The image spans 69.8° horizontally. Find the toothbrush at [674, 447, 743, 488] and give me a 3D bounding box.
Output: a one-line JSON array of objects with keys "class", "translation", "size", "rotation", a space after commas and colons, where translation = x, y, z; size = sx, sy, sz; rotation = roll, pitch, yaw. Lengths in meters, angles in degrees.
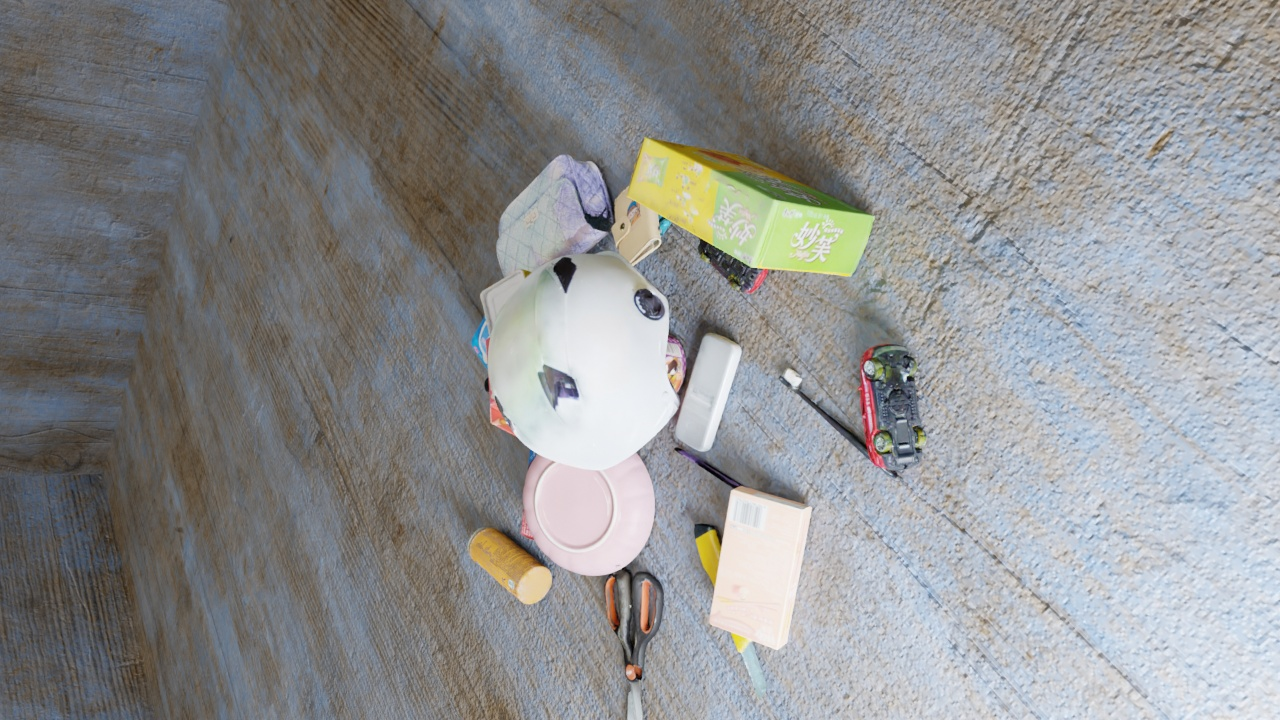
[{"class": "toothbrush", "translation": [0.101, 0.140, 1.051], "size": [0.189, 0.014, 0.017], "rotation": [27, 120, 45]}]

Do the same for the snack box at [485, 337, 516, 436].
[{"class": "snack box", "translation": [-0.141, 0.037, 1.167], "size": [0.044, 0.113, 0.127], "rotation": [-27, 52, 24]}]

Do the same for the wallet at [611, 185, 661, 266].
[{"class": "wallet", "translation": [-0.008, -0.177, 1.169], "size": [0.088, 0.024, 0.115], "rotation": [-40, 47, 45]}]

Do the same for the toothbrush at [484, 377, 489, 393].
[{"class": "toothbrush", "translation": [-0.128, 0.027, 1.267], "size": [0.213, 0.027, 0.026], "rotation": [-6, 74, 32]}]

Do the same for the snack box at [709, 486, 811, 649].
[{"class": "snack box", "translation": [0.127, 0.221, 0.986], "size": [0.084, 0.026, 0.157], "rotation": [14, 101, 30]}]

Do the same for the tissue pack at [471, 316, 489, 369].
[{"class": "tissue pack", "translation": [-0.201, -0.025, 1.365], "size": [0.157, 0.052, 0.095], "rotation": [52, 123, 36]}]

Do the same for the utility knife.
[{"class": "utility knife", "translation": [0.103, 0.279, 1.037], "size": [0.033, 0.015, 0.206], "rotation": [-39, 60, 38]}]

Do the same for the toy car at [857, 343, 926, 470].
[{"class": "toy car", "translation": [0.236, 0.044, 0.878], "size": [0.045, 0.052, 0.120], "rotation": [171, 95, -65]}]

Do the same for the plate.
[{"class": "plate", "translation": [-0.075, 0.182, 1.174], "size": [0.193, 0.039, 0.192], "rotation": [0, 90, 27]}]

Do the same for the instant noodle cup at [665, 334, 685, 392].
[{"class": "instant noodle cup", "translation": [-0.007, 0.007, 1.115], "size": [0.112, 0.099, 0.111], "rotation": [-5, 83, 46]}]

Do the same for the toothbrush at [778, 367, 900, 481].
[{"class": "toothbrush", "translation": [0.203, 0.064, 0.942], "size": [0.018, 0.015, 0.181], "rotation": [-57, 49, 17]}]

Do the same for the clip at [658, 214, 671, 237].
[{"class": "clip", "translation": [0.019, -0.164, 1.162], "size": [0.056, 0.014, 0.040], "rotation": [-45, 56, 39]}]

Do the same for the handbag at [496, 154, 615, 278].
[{"class": "handbag", "translation": [-0.126, -0.185, 1.276], "size": [0.194, 0.075, 0.134], "rotation": [-37, 62, 41]}]

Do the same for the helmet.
[{"class": "helmet", "translation": [-0.088, -0.005, 1.023], "size": [0.230, 0.145, 0.258], "rotation": [-27, 68, 44]}]

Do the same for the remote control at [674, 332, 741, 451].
[{"class": "remote control", "translation": [0.079, 0.037, 1.076], "size": [0.056, 0.020, 0.136], "rotation": [28, 108, 44]}]

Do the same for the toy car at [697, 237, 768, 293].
[{"class": "toy car", "translation": [0.105, -0.121, 1.050], "size": [0.106, 0.031, 0.049], "rotation": [47, 120, 38]}]

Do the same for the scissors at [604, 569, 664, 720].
[{"class": "scissors", "translation": [-0.001, 0.373, 1.140], "size": [0.163, 0.021, 0.233], "rotation": [-39, 59, 38]}]

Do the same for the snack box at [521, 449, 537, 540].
[{"class": "snack box", "translation": [-0.115, 0.142, 1.257], "size": [0.057, 0.058, 0.207], "rotation": [9, 94, 45]}]

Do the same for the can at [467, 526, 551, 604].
[{"class": "can", "translation": [-0.191, 0.294, 1.328], "size": [0.146, 0.058, 0.058], "rotation": [24, 105, 46]}]

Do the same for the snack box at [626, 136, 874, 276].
[{"class": "snack box", "translation": [0.111, -0.161, 0.953], "size": [0.210, 0.157, 0.070], "rotation": [37, 118, 43]}]

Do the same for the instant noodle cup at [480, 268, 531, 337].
[{"class": "instant noodle cup", "translation": [-0.142, -0.059, 1.231], "size": [0.116, 0.123, 0.116], "rotation": [-28, 64, 23]}]
